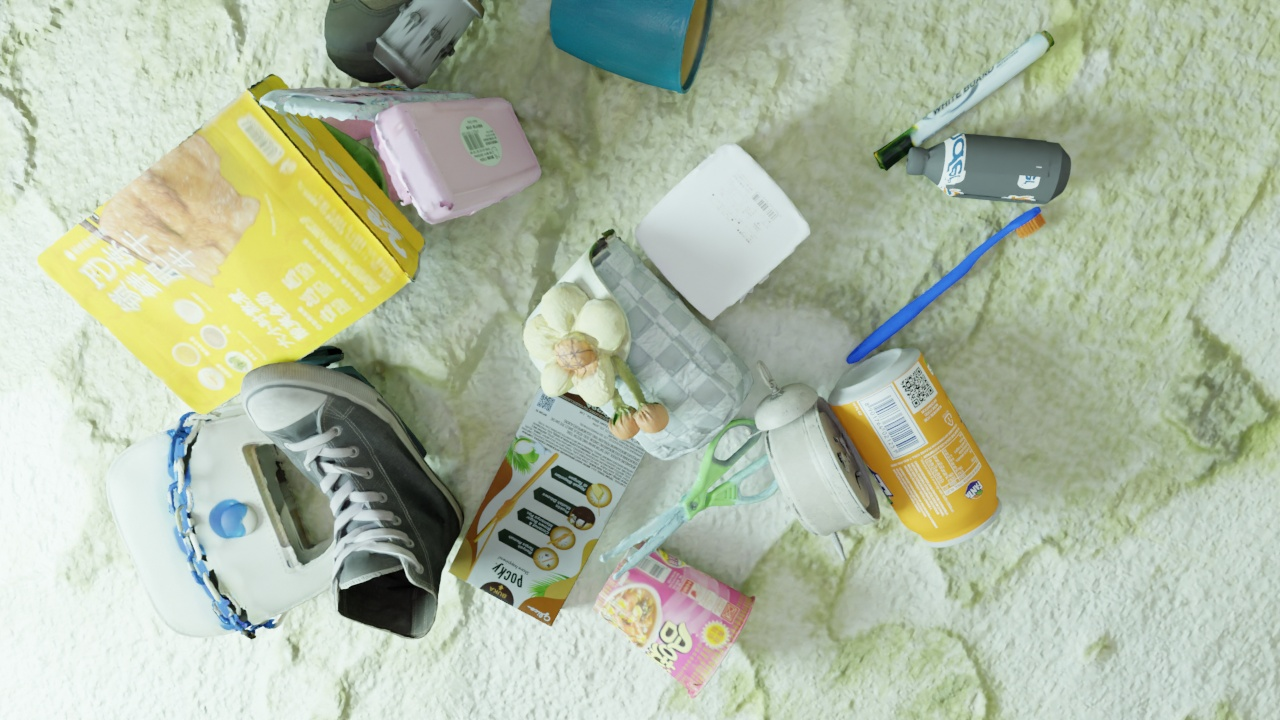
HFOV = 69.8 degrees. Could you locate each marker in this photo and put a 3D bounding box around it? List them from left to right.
[{"bbox_3d":[0.238,-0.191,0.679,0.147,0.017,0.017,-36,95,12],"label":"marker"}]

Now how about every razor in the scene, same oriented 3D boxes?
[{"bbox_3d":[-0.240,0.040,0.778,0.143,0.047,0.052,44,79,-6],"label":"razor"}]

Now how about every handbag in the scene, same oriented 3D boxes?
[{"bbox_3d":[-0.337,0.132,0.789,0.199,0.093,0.201,-20,99,3],"label":"handbag"},{"bbox_3d":[-0.004,0.004,0.693,0.171,0.123,0.113,42,123,-6],"label":"handbag"}]

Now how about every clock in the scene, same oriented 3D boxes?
[{"bbox_3d":[0.125,0.069,0.705,0.061,0.103,0.157,-28,102,19],"label":"clock"}]

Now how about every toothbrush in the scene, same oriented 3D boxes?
[{"bbox_3d":[0.234,-0.054,0.709,0.183,0.016,0.018,-41,100,13],"label":"toothbrush"}]

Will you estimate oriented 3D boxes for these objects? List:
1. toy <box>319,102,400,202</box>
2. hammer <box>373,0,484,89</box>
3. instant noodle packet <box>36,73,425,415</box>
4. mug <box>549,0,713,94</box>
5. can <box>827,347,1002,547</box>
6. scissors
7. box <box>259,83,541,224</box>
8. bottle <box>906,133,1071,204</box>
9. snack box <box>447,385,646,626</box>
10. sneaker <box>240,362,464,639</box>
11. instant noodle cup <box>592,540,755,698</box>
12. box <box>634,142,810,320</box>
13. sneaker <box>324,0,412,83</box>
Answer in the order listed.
[{"bbox_3d":[-0.282,-0.112,0.727,0.238,0.087,0.190,-38,103,6],"label":"toy"},{"bbox_3d":[-0.052,-0.305,0.576,0.100,0.190,0.325,41,94,-3],"label":"hammer"},{"bbox_3d":[-0.293,-0.072,0.658,0.222,0.084,0.163,-32,117,12],"label":"instant noodle packet"},{"bbox_3d":[-0.003,-0.261,0.670,0.104,0.084,0.112,16,75,9],"label":"mug"},{"bbox_3d":[0.211,0.065,0.704,0.079,0.079,0.142,-31,96,12],"label":"can"},{"bbox_3d":[0.035,0.111,0.738,0.175,0.033,0.078,-33,102,-16],"label":"scissors"},{"bbox_3d":[-0.147,-0.164,0.638,0.150,0.201,0.073,39,110,-2],"label":"box"},{"bbox_3d":[0.253,-0.141,0.672,0.112,0.047,0.047,6,103,6],"label":"bottle"},{"bbox_3d":[-0.077,0.122,0.778,0.101,0.031,0.186,28,104,1],"label":"snack box"},{"bbox_3d":[-0.224,0.107,0.705,0.095,0.119,0.235,-19,124,11],"label":"sneaker"},{"bbox_3d":[0.024,0.205,0.757,0.108,0.097,0.098,33,104,8],"label":"instant noodle cup"},{"bbox_3d":[0.066,-0.100,0.711,0.107,0.076,0.102,-42,96,16],"label":"box"},{"bbox_3d":[-0.166,-0.315,0.609,0.101,0.143,0.238,21,88,24],"label":"sneaker"}]
